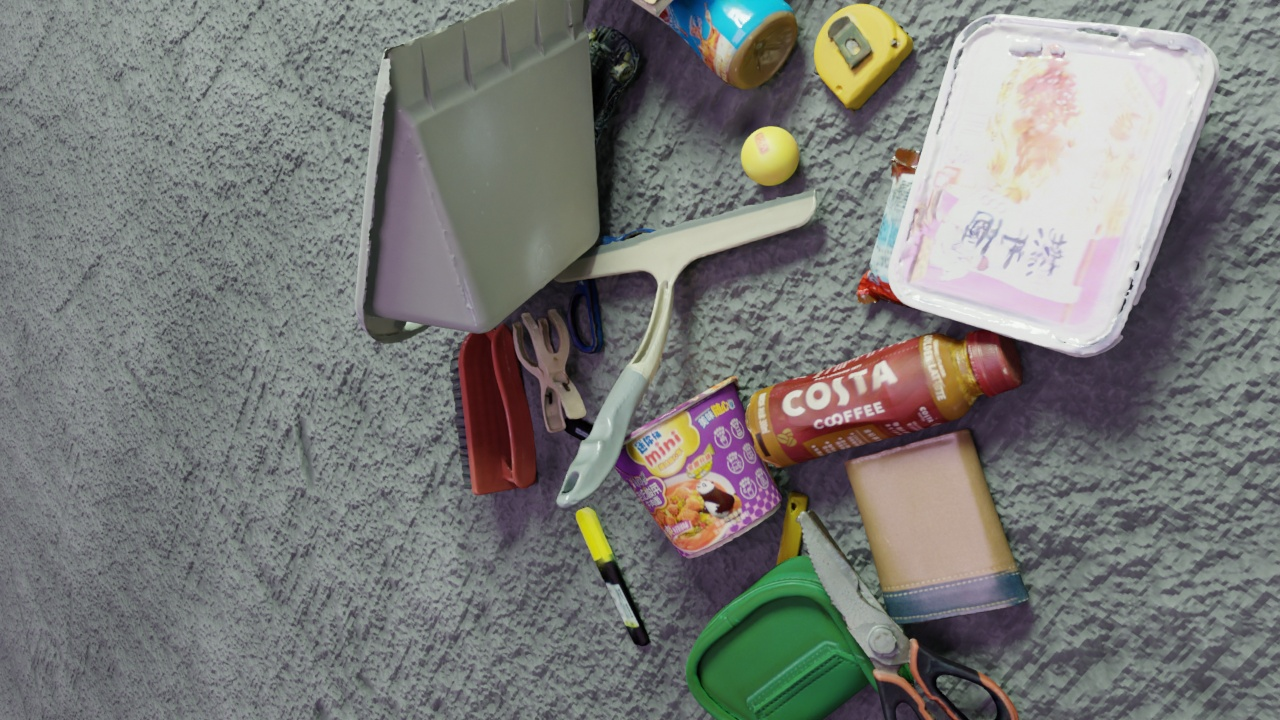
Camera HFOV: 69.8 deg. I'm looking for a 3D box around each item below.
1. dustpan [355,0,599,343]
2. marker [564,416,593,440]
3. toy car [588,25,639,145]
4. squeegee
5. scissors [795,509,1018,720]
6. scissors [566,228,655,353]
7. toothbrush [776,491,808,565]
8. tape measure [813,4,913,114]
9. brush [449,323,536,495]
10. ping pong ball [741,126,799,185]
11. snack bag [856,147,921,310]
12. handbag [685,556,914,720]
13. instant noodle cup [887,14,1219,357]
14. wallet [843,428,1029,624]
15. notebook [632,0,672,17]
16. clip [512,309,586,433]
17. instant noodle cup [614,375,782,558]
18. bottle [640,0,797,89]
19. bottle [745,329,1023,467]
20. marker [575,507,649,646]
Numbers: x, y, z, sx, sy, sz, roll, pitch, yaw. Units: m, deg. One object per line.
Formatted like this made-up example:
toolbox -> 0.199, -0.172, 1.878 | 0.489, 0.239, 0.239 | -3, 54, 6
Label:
dustpan -> -0.134, -0.129, 0.677 | 0.143, 0.222, 0.258 | 11, 127, 28
marker -> -0.018, 0.074, 0.753 | 0.124, 0.015, 0.018 | 24, 101, 34
toy car -> -0.038, -0.212, 0.731 | 0.049, 0.031, 0.106 | 48, 122, 22
squeegee -> -0.004, 0.004, 0.641 | 0.247, 0.039, 0.245 | -9, 46, 36
scissors -> 0.173, 0.178, 0.580 | 0.177, 0.015, 0.210 | 1, 95, 0
scissors -> -0.038, -0.087, 0.755 | 0.176, 0.012, 0.162 | 17, 103, 35
toothbrush -> 0.099, 0.189, 0.678 | 0.016, 0.016, 0.190 | 16, 103, 32
tape measure -> 0.143, -0.205, 0.605 | 0.060, 0.028, 0.057 | -45, 68, 29
brush -> -0.124, 0.040, 0.797 | 0.069, 0.063, 0.146 | -11, 86, 47
ping pong ball -> 0.090, -0.143, 0.641 | 0.040, 0.040, 0.040 | 3, 96, 35
snack bag -> 0.171, -0.084, 0.597 | 0.045, 0.026, 0.105 | 24, 107, 41
handbag -> 0.106, 0.209, 0.633 | 0.120, 0.067, 0.131 | 47, 109, 9
instant noodle cup -> 0.235, -0.101, 0.531 | 0.138, 0.060, 0.173 | 22, 108, 32
wallet -> 0.190, 0.110, 0.599 | 0.090, 0.033, 0.115 | -22, 81, 32
notebook -> 0.000, -0.337, 0.647 | 0.149, 0.012, 0.211 | -44, 57, -2
clip -> -0.075, 0.008, 0.769 | 0.076, 0.034, 0.100 | -37, 70, 52
instant noodle cup -> 0.043, 0.080, 0.659 | 0.112, 0.111, 0.099 | -34, 82, 33
bottle -> 0.020, -0.283, 0.664 | 0.218, 0.065, 0.065 | 49, 119, 22
bottle -> 0.155, 0.023, 0.599 | 0.175, 0.057, 0.057 | -22, 81, 35
marker -> -0.022, 0.181, 0.767 | 0.018, 0.015, 0.124 | -32, 79, 34
